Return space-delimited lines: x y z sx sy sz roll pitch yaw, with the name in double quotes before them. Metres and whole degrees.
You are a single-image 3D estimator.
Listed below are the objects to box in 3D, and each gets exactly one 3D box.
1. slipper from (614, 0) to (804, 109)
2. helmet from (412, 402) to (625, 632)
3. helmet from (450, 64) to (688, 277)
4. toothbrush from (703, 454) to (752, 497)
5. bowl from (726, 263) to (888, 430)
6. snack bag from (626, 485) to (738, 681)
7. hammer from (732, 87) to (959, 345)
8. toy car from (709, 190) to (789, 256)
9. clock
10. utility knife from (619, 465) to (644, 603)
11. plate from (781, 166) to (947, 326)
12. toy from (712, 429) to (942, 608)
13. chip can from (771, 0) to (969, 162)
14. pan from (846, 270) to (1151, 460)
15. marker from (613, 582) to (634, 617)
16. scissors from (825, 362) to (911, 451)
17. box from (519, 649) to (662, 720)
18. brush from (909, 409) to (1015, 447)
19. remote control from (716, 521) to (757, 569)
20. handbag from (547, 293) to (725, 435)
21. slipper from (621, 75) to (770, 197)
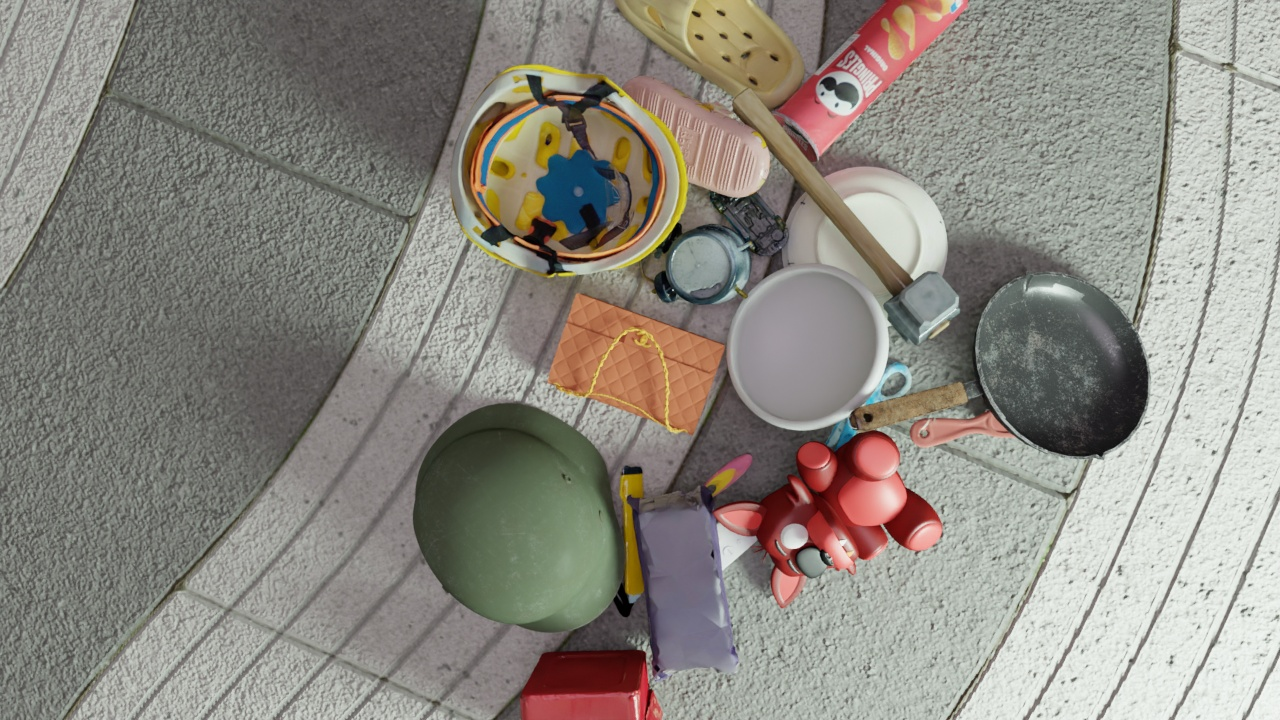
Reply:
"slipper" 0.069 -0.378 0.998 0.261 0.079 0.111 42 95 2
"helmet" -0.137 0.178 0.968 0.227 0.154 0.268 -42 87 3
"helmet" -0.075 -0.189 0.977 0.240 0.139 0.209 15 93 -5
"toothbrush" 0.072 0.150 1.029 0.135 0.016 0.021 -40 86 0
"bowl" 0.184 -0.012 0.981 0.177 0.066 0.176 -6 79 32
"snack bag" 0.045 0.243 0.993 0.096 0.058 0.205 -9 91 2
"hammer" 0.204 -0.155 0.950 0.051 0.117 0.323 -38 79 2
"toy car" 0.119 -0.161 1.016 0.048 0.032 0.105 -41 86 2
"clock" 0.060 -0.105 1.003 0.129 0.052 0.090 8 104 23
"utility knife" -0.009 0.195 1.029 0.030 0.017 0.155 -2 88 -27
"plate" 0.248 -0.125 1.008 0.182 0.034 0.182 0 90 4
"toy" 0.199 0.167 0.972 0.197 0.120 0.158 -33 114 7
"chip can" 0.247 -0.322 0.990 0.073 0.073 0.233 45 91 2
"pan" 0.367 0.024 0.951 0.356 0.040 0.207 -13 78 -14
"marker" -0.038 0.223 1.035 0.022 0.016 0.138 -20 87 -24
"scissors" 0.235 0.048 1.021 0.083 0.015 0.140 36 94 1
"box" -0.050 0.364 0.967 0.136 0.157 0.122 -21 84 1
"brush" 0.377 0.068 1.002 0.172 0.030 0.041 -9 90 2
"remote control" 0.080 0.216 1.028 0.136 0.013 0.043 -41 88 2
"handbag" -0.006 0.005 1.012 0.172 0.060 0.109 20 95 3
"slipper" 0.063 -0.243 0.997 0.197 0.081 0.093 34 128 23
